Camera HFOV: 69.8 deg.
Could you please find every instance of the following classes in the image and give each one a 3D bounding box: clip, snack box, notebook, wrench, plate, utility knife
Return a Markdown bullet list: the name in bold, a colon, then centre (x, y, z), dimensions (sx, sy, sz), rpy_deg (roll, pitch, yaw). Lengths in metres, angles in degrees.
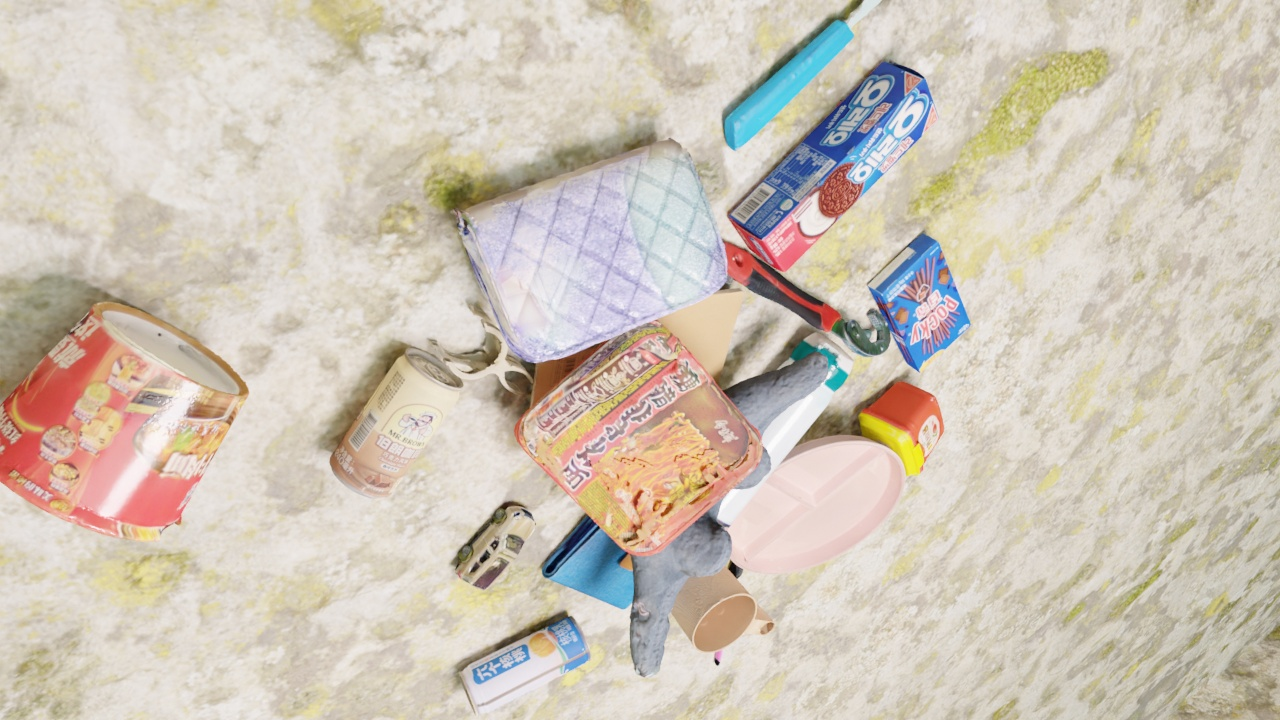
- **clip**: centre (-0.121, -0.012, 0.770), dimensions (0.103, 0.035, 0.093), rpy_deg (11, 114, -43)
- **snack box**: centre (0.311, 0.078, 1.089), dimensions (0.080, 0.082, 0.091), rpy_deg (-47, 136, -16)
- **snack box**: centre (0.315, -0.061, 1.027), dimensions (0.084, 0.026, 0.157), rpy_deg (-43, 133, -2)
- **notebook**: centre (-0.005, 0.005, 0.865), dimensions (0.207, 0.008, 0.148), rpy_deg (-9, 130, -28)
- **wrench**: centre (0.173, -0.056, 0.927), dimensions (0.273, 0.016, 0.056), rpy_deg (20, 64, -39)
- **plate**: centre (0.201, 0.169, 1.078), dimensions (0.229, 0.028, 0.230), rpy_deg (-11, 133, -13)
- **utility knife**: centre (0.147, -0.258, 0.789), dimensions (0.199, 0.018, 0.034), rpy_deg (-43, 145, -2)
- **snack box**: centre (0.177, -0.178, 0.837), dimensions (0.207, 0.057, 0.058), rpy_deg (-45, 136, 0)

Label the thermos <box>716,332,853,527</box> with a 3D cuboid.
- **thermos**: centre (0.138, 0.071, 0.975), dimensions (0.073, 0.073, 0.224), rpy_deg (31, 99, -42)

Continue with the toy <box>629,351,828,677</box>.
- **toy**: centre (0.055, 0.133, 0.905), dimensions (0.091, 0.138, 0.356), rpy_deg (30, 87, -54)

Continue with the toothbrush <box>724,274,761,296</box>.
- **toothbrush**: centre (0.130, -0.065, 0.911), dimensions (0.188, 0.016, 0.014), rpy_deg (17, 119, -41)

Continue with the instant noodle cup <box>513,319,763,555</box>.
- **instant noodle cup**: centre (0.000, 0.065, 0.824), dimensions (0.164, 0.079, 0.189), rpy_deg (-40, 108, 3)

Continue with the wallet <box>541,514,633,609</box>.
- **wallet**: centre (-0.027, 0.213, 0.983), dimensions (0.106, 0.040, 0.133), rpy_deg (-46, 134, 8)

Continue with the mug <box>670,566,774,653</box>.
- **mug**: centre (0.082, 0.265, 1.041), dimensions (0.124, 0.103, 0.084), rpy_deg (18, 108, -40)

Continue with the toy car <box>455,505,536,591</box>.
- **toy car**: centre (-0.137, 0.181, 0.889), dimensions (0.090, 0.035, 0.042), rpy_deg (-50, 134, 2)

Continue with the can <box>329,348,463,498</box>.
- **can**: centre (-0.198, 0.052, 0.744), dimensions (0.058, 0.058, 0.116), rpy_deg (29, 101, -42)

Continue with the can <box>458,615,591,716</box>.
- **can**: centre (-0.123, 0.327, 0.983), dimensions (0.134, 0.053, 0.053), rpy_deg (-21, 129, -20)

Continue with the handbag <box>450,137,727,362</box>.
- **handbag**: centre (-0.036, -0.086, 0.729), dimensions (0.193, 0.076, 0.134), rpy_deg (-23, 97, -20)

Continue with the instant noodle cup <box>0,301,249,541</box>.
- **instant noodle cup**: centre (-0.336, 0.034, 0.599), dimensions (0.138, 0.138, 0.108), rpy_deg (37, 88, -43)

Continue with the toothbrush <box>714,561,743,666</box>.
- **toothbrush**: centre (0.111, 0.321, 1.161), dimensions (0.017, 0.014, 0.189), rpy_deg (-22, 131, -36)
